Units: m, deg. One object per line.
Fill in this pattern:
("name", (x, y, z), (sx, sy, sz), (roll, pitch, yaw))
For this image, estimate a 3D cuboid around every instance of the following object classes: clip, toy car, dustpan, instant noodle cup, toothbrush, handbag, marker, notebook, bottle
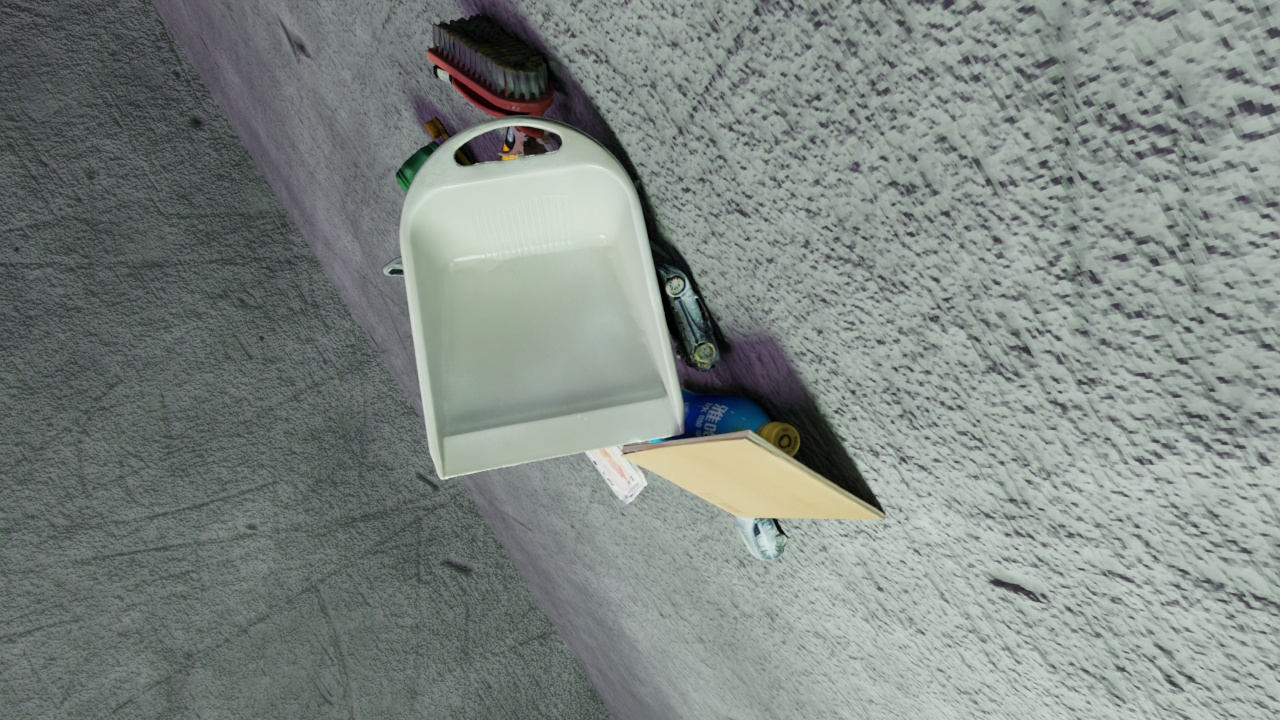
("clip", (-0.103, -0.207, 0.864), (0.101, 0.034, 0.076), (31, 128, 47))
("toy car", (0.118, 0.165, 0.945), (0.043, 0.034, 0.090), (22, 139, 62))
("dustpan", (-0.091, -0.060, 0.772), (0.143, 0.222, 0.257), (91, 167, -68))
("instant noodle cup", (-0.037, 0.084, 1.138), (0.173, 0.060, 0.138), (54, 160, 9))
("toothbrush", (-0.204, -0.224, 1.112), (0.190, 0.016, 0.016), (51, 161, 14))
("handbag", (-0.242, -0.200, 1.134), (0.131, 0.068, 0.120), (53, 174, -21))
("marker", (-0.198, -0.303, 0.984), (0.124, 0.015, 0.018), (35, 151, 51))
("notebook", (0.090, 0.107, 0.810), (0.149, 0.012, 0.212), (31, 159, -20))
("bottle", (0.073, 0.063, 0.846), (0.065, 0.065, 0.219), (62, 159, -15))
("toy car", (0.040, -0.039, 0.812), (0.049, 0.031, 0.105), (7, 124, 65))
("marker", (-0.132, -0.227, 0.945), (0.018, 0.015, 0.124), (48, 157, 5))

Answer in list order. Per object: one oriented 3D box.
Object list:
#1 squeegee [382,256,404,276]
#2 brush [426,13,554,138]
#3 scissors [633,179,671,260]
("squeegee", (-0.145, -0.096, 0.949), (0.247, 0.039, 0.247), (4, 141, 10))
("brush", (-0.129, -0.255, 0.829), (0.146, 0.063, 0.069), (41, 143, 33))
("scissors", (-0.030, -0.134, 0.860), (0.162, 0.012, 0.176), (51, 157, 13))
